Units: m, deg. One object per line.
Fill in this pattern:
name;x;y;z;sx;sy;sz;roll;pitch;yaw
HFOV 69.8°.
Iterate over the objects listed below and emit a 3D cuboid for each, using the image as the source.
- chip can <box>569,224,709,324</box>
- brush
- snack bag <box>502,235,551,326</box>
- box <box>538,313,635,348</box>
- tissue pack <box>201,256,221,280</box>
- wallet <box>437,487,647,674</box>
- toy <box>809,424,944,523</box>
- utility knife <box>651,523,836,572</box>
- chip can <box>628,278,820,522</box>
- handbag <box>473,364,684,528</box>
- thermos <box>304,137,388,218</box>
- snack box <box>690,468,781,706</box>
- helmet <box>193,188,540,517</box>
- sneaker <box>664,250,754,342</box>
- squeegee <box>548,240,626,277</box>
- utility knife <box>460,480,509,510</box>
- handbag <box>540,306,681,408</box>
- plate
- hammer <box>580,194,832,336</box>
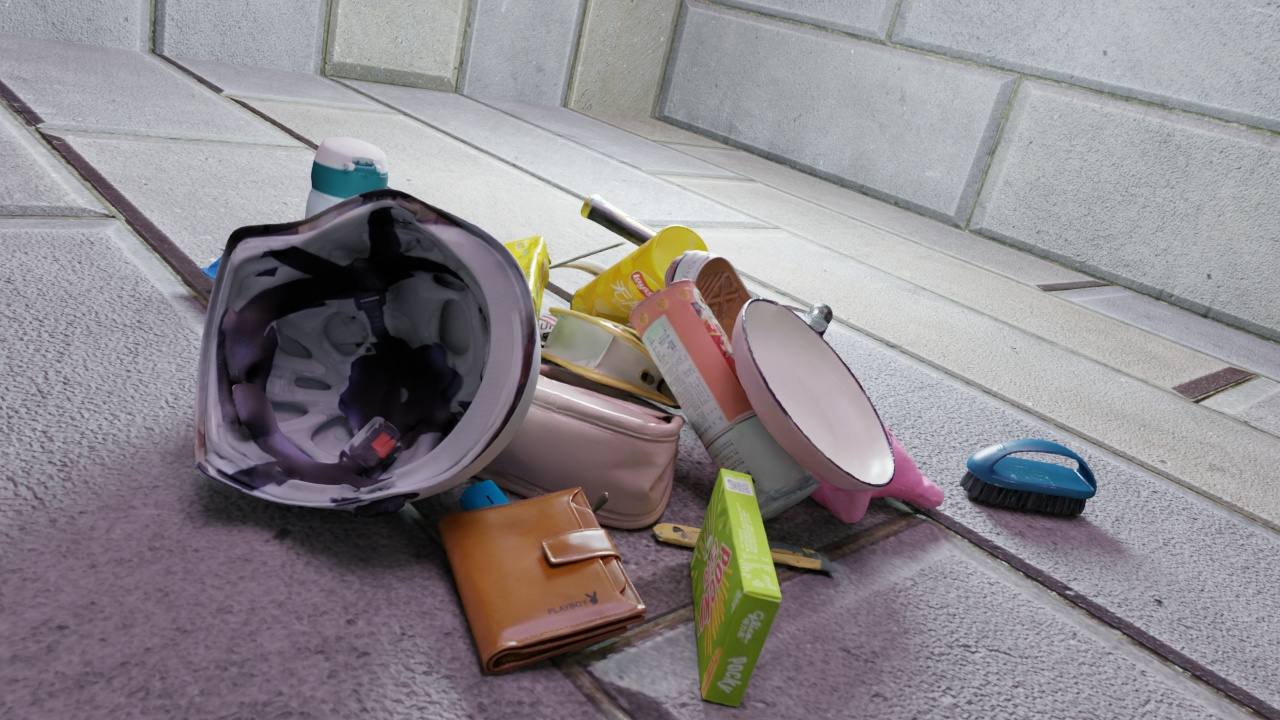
chip can;-0.007;-0.084;1.039;0.072;0.072;0.214;2;-14;-29
brush;0.405;0.116;0.944;0.143;0.074;0.055;10;26;-11
snack bag;-0.175;-0.060;0.972;0.158;0.068;0.246;-12;23;4
box;-0.043;-0.011;1.039;0.164;0.065;0.074;12;44;-4
tissue pack;-0.384;-0.094;1.006;0.095;0.052;0.156;27;24;32
wallet;-0.062;0.139;0.609;0.119;0.035;0.130;-14;35;-18
toy;0.182;0.083;0.874;0.194;0.075;0.178;0;38;-37
utility knife;0.083;0.151;0.737;0.151;0.018;0.031;7;16;-6
chip can;0.069;0.034;0.798;0.071;0.071;0.214;-11;64;-48
handbag;-0.046;0.054;0.827;0.193;0.093;0.233;18;13;11
thermos;-0.264;-0.080;0.802;0.073;0.224;0.073;12;20;-5
snack box;0.061;0.147;0.625;0.026;0.086;0.156;14;21;-6
helmet;-0.184;0.007;0.677;0.259;0.228;0.146;-7;-16;8
sneaker;0.080;-0.029;0.954;0.088;0.118;0.241;21;-22;42
squeegee;-0.046;-0.104;1.186;0.247;0.039;0.246;-13;-17;36
utility knife;-0.083;0.136;0.657;0.034;0.018;0.166;-2;27;-38
handbag;-0.006;0.005;0.928;0.178;0.063;0.163;24;-1;-28
plate;0.140;0.034;0.781;0.192;0.039;0.192;36;31;-26
hammer;0.072;-0.108;1.080;0.323;0.032;0.125;30;28;9
